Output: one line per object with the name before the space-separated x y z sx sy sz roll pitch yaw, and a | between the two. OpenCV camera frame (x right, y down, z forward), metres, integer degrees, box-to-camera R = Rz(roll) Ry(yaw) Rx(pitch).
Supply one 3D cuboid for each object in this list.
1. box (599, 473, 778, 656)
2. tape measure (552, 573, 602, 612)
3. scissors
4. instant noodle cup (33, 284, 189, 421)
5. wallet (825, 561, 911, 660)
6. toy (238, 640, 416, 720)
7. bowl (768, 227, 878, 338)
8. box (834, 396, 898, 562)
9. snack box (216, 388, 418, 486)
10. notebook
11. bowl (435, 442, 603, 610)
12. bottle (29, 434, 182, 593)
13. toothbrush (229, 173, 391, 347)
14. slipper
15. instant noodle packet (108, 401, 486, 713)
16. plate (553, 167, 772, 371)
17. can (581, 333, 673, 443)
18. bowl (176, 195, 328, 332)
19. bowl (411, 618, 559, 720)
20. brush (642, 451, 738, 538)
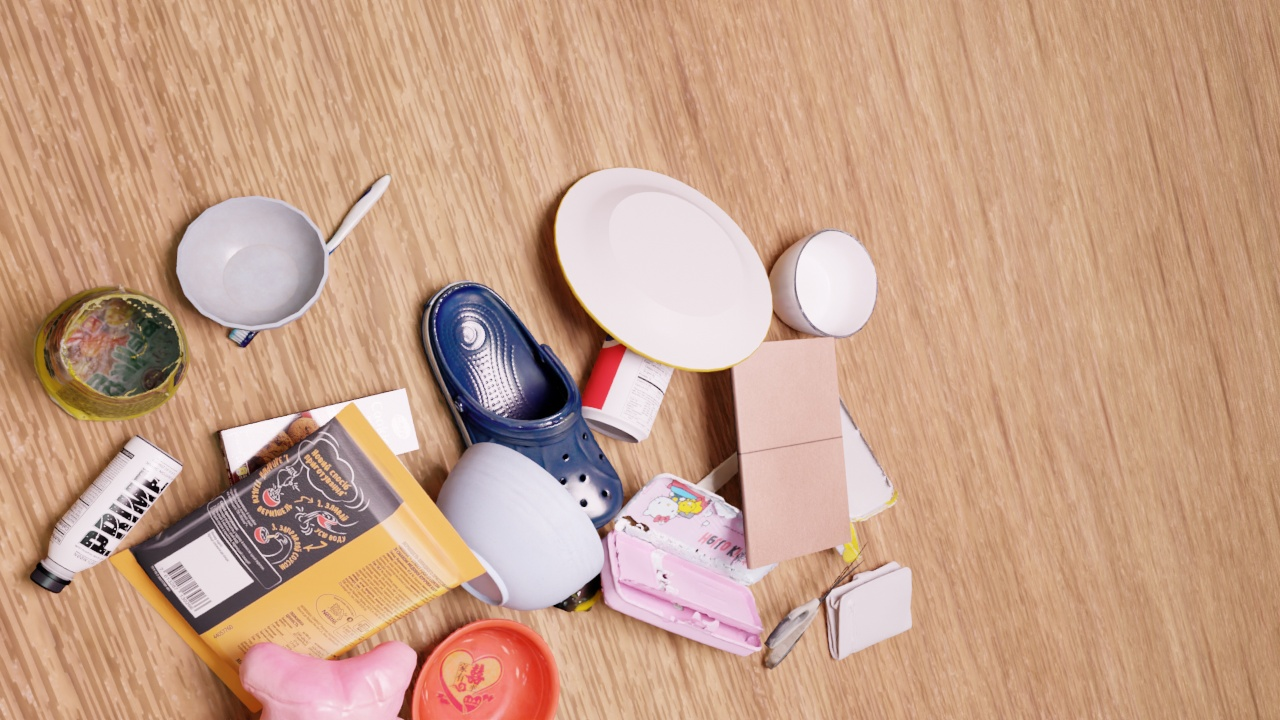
box | 0.063 0.191 0.850 0.201 0.103 0.100 31 30 -35
tape measure | -0.062 0.194 0.830 0.067 0.038 0.062 48 66 -20
scissors | 0.172 0.254 0.929 0.157 0.012 0.169 -9 131 -54
instant noodle cup | -0.358 -0.006 0.628 0.102 0.108 0.102 2 86 -32
wallet | 0.251 0.275 1.014 0.116 0.032 0.086 -9 102 -32
toy | -0.236 0.306 0.675 0.141 0.084 0.213 7 109 -26
bowl | 0.187 -0.078 0.973 0.116 0.066 0.116 2 86 -30
box | 0.200 0.106 0.953 0.080 0.083 0.210 -29 113 16
snack box | -0.254 0.063 0.729 0.140 0.032 0.051 -14 94 -30
notebook | 0.147 0.085 0.892 0.141 0.008 0.209 -5 90 -37
bowl | -0.110 0.146 0.732 0.074 0.151 0.150 -46 109 -36
bottle | -0.380 0.110 0.649 0.041 0.041 0.115 42 68 -21
toothbrush | -0.263 -0.085 0.743 0.017 0.016 0.188 39 69 -12
slipper | -0.101 0.046 0.782 0.104 0.095 0.253 -36 99 -30
instant noodle packet | -0.250 0.151 0.675 0.221 0.032 0.160 -32 106 7
plate | 0.030 -0.094 0.851 0.229 0.021 0.229 16 53 -22
can | -0.005 0.005 0.855 0.070 0.070 0.132 29 73 -26
bowl | -0.292 -0.069 0.701 0.106 0.039 0.106 4 75 -13
bowl | -0.136 0.281 0.778 0.130 0.045 0.130 2 86 -30
brush | 0.076 0.121 0.930 0.217 0.012 0.033 -37 105 -25
